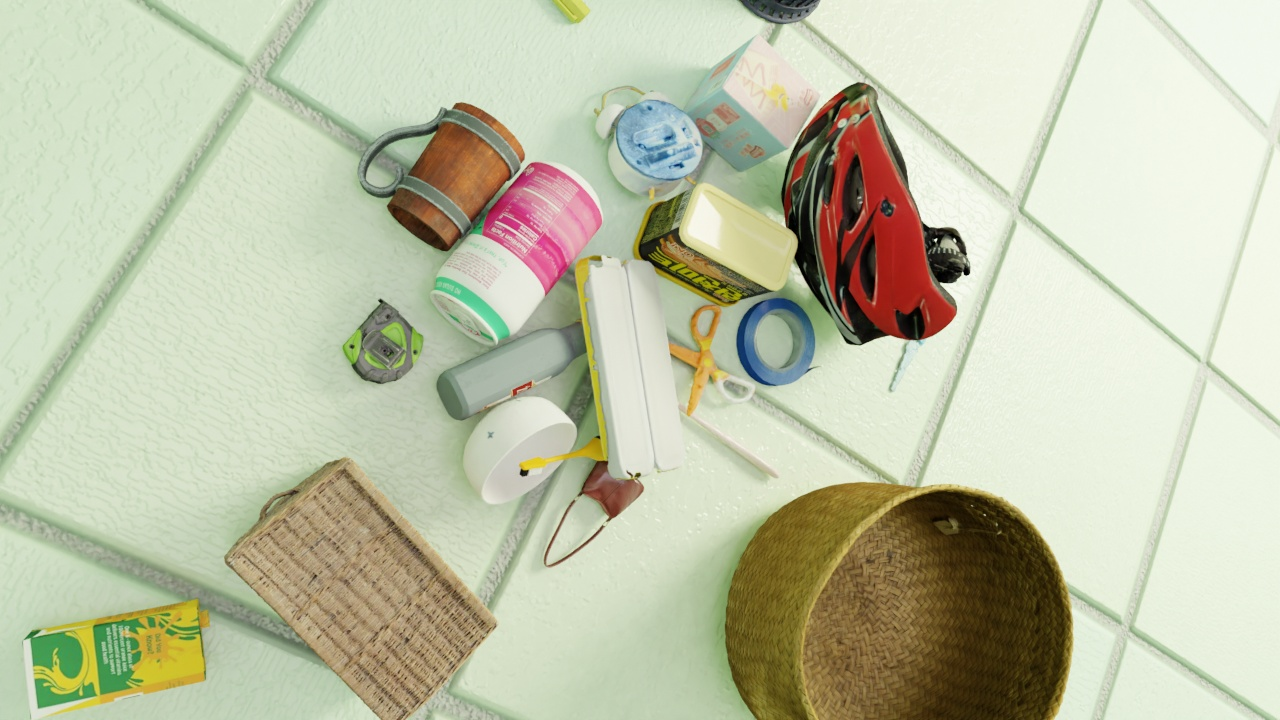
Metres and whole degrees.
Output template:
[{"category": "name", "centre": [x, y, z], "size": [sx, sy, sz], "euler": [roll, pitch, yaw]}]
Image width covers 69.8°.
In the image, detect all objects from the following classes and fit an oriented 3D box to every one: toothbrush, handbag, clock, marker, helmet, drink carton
[{"category": "toothbrush", "centre": [0.080, 0.071, 0.952], "size": [0.181, 0.016, 0.018], "euler": [37, 66, -17]}, {"category": "handbag", "centre": [-0.052, 0.151, 0.882], "size": [0.055, 0.029, 0.119], "euler": [43, 76, -13]}, {"category": "clock", "centre": [0.006, -0.222, 0.915], "size": [0.088, 0.052, 0.125], "euler": [-23, 80, -24]}, {"category": "marker", "centre": [-0.099, -0.384, 0.903], "size": [0.124, 0.018, 0.021], "euler": [45, 69, -14]}, {"category": "helmet", "centre": [0.235, -0.144, 0.939], "size": [0.167, 0.217, 0.272], "euler": [-16, 112, 18]}, {"category": "toothbrush", "centre": [-0.037, 0.082, 0.857], "size": [0.196, 0.031, 0.031], "euler": [-8, 122, -47]}, {"category": "drink carton", "centre": [-0.396, 0.226, 0.705], "size": [0.122, 0.041, 0.058], "euler": [-6, 89, -25]}]

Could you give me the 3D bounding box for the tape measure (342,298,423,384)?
[{"category": "tape measure", "centre": [-0.224, -0.011, 0.806], "size": [0.058, 0.036, 0.065], "euler": [39, 71, -18]}]

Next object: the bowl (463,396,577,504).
[{"category": "bowl", "centre": [-0.113, 0.074, 0.821], "size": [0.104, 0.105, 0.054], "euler": [-33, 63, -24]}]

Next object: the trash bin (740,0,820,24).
[{"category": "trash bin", "centre": [0.202, -0.456, 0.919], "size": [0.139, 0.250, 0.139], "euler": [2, 85, -25]}]

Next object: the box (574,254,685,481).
[{"category": "box", "centre": [-0.005, 0.005, 0.866], "size": [0.127, 0.023, 0.209], "euler": [-3, 82, -55]}]

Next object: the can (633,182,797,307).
[{"category": "can", "centre": [0.075, -0.114, 0.916], "size": [0.130, 0.101, 0.072], "euler": [25, 76, -21]}]

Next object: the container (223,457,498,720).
[{"category": "container", "centre": [-0.228, 0.182, 0.746], "size": [0.113, 0.113, 0.198], "euler": [-44, 104, -22]}]

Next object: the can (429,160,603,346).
[{"category": "can", "centre": [-0.111, -0.099, 0.836], "size": [0.088, 0.088, 0.165], "euler": [42, 71, -16]}]

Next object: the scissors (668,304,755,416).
[{"category": "scissors", "centre": [0.070, 0.003, 0.948], "size": [0.128, 0.011, 0.125], "euler": [27, 69, -19]}]

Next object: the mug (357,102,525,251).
[{"category": "mug", "centre": [-0.182, -0.171, 0.822], "size": [0.117, 0.081, 0.111], "euler": [33, 76, -1]}]

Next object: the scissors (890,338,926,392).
[{"category": "scissors", "centre": [0.322, -0.021, 1.076], "size": [0.056, 0.015, 0.136], "euler": [33, 79, -17]}]

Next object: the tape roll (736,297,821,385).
[{"category": "tape roll", "centre": [0.146, -0.020, 0.988], "size": [0.091, 0.016, 0.093], "euler": [-21, 95, -25]}]

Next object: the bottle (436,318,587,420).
[{"category": "bottle", "centre": [-0.103, 0.001, 0.841], "size": [0.161, 0.072, 0.046], "euler": [-26, 91, -24]}]

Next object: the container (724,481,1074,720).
[{"category": "container", "centre": [0.243, 0.265, 0.914], "size": [0.306, 0.197, 0.307], "euler": [2, 86, -23]}]

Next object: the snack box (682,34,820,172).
[{"category": "snack box", "centre": [0.113, -0.263, 0.950], "size": [0.094, 0.093, 0.079], "euler": [38, 71, -17]}]
